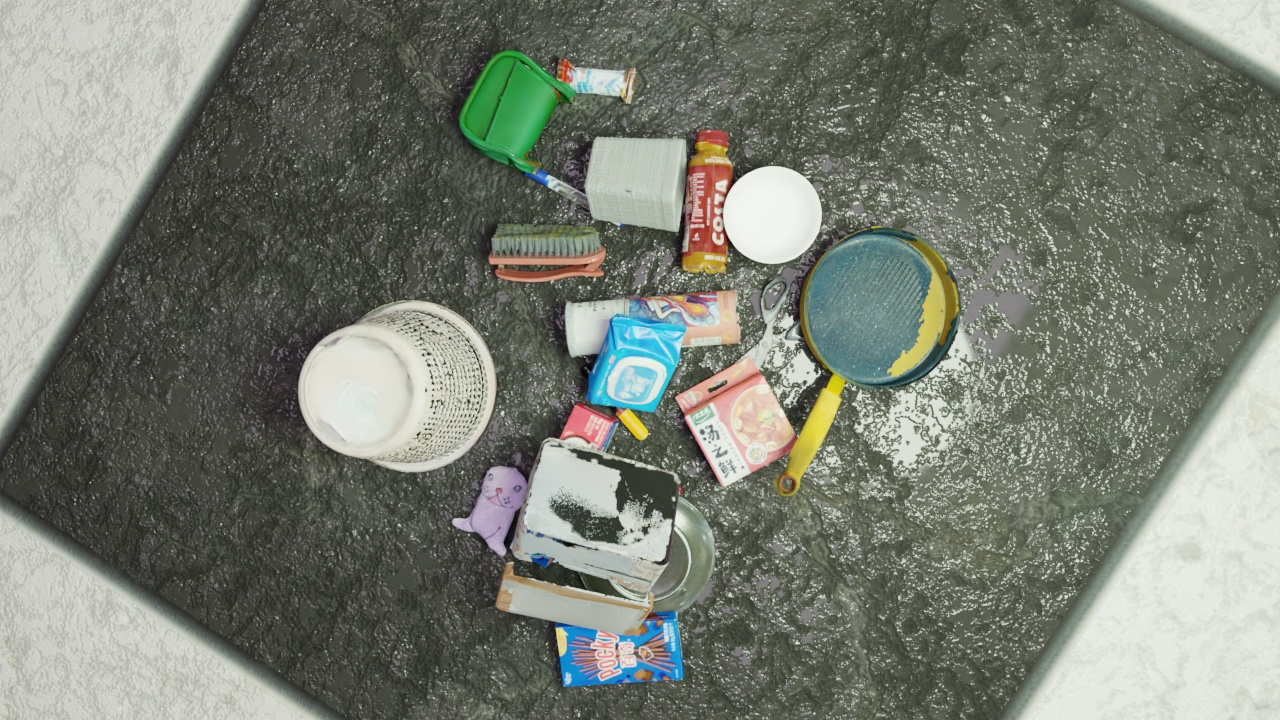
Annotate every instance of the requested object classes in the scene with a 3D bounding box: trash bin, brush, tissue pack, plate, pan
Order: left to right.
[{"bbox_3d":[-0.308,0.035,1.121,0.227,0.192,0.227,0,91,5],"label":"trash bin"},{"bbox_3d":[-0.117,-0.136,1.173,0.146,0.063,0.069,1,121,3],"label":"brush"},{"bbox_3d":[-0.007,0.007,1.120,0.095,0.157,0.052,9,48,-13],"label":"tissue pack"},{"bbox_3d":[0.007,0.250,1.170,0.179,0.024,0.179,0,96,0],"label":"plate"},{"bbox_3d":[0.253,0.005,1.110,0.197,0.078,0.357,32,88,-6],"label":"pan"}]

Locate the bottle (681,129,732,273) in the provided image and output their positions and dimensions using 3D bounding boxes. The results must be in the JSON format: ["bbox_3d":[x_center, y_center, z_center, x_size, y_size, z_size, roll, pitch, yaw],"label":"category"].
[{"bbox_3d":[0.085,-0.199,1.154,0.057,0.057,0.175,4,91,4],"label":"bottle"}]

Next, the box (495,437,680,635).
[{"bbox_3d":[-0.064,0.225,1.105,0.183,0.193,0.156,17,51,-6],"label":"box"}]

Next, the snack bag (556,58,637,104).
[{"bbox_3d":[-0.057,-0.359,1.180,0.104,0.026,0.048,11,105,6],"label":"snack bag"}]

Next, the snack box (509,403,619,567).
[{"bbox_3d":[-0.096,0.159,1.172,0.058,0.057,0.207,25,93,7],"label":"snack box"}]

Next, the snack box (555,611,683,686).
[{"bbox_3d":[-0.027,0.370,1.176,0.157,0.026,0.084,-5,102,5],"label":"snack box"}]

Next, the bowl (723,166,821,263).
[{"bbox_3d":[0.162,-0.176,1.145,0.118,0.064,0.118,0,90,4],"label":"bowl"}]

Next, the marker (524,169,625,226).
[{"bbox_3d":[-0.083,-0.213,1.188,0.146,0.017,0.017,29,92,4],"label":"marker"}]

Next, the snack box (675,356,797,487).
[{"bbox_3d":[0.122,0.076,1.156,0.113,0.044,0.127,-30,91,6],"label":"snack box"}]

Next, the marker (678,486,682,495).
[{"bbox_3d":[-0.012,0.198,1.185,0.145,0.017,0.017,-28,88,4],"label":"marker"}]

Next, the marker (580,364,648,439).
[{"bbox_3d":[-0.034,0.054,1.188,0.018,0.015,0.124,-42,85,2],"label":"marker"}]

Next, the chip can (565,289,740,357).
[{"bbox_3d":[0.017,-0.046,1.154,0.215,0.071,0.071,-4,90,4],"label":"chip can"}]

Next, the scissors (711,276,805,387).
[{"bbox_3d":[0.164,-0.025,1.172,0.170,0.014,0.159,-6,90,5],"label":"scissors"}]

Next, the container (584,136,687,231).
[{"bbox_3d":[-0.005,-0.221,1.139,0.114,0.090,0.090,7,68,8],"label":"container"}]

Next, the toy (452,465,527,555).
[{"bbox_3d":[-0.188,0.186,1.188,0.084,0.039,0.108,26,94,13],"label":"toy"}]

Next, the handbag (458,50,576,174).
[{"bbox_3d":[-0.157,-0.313,1.163,0.120,0.068,0.131,31,94,7],"label":"handbag"}]
